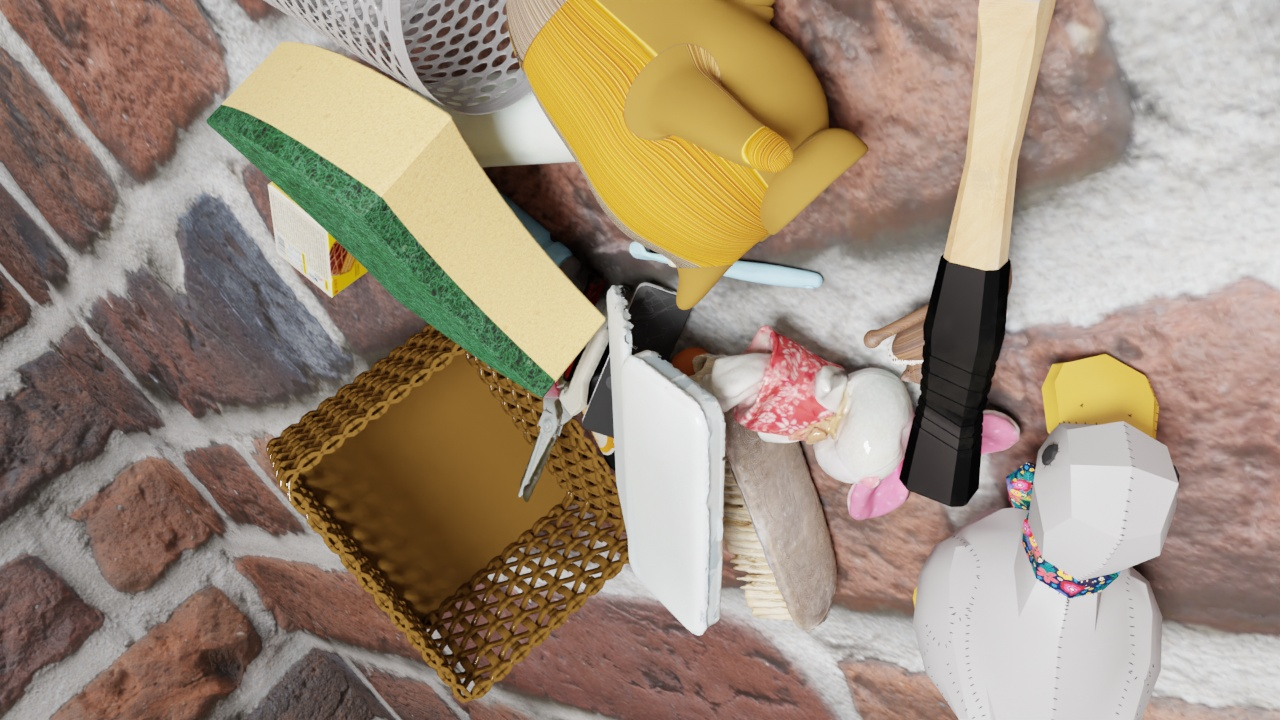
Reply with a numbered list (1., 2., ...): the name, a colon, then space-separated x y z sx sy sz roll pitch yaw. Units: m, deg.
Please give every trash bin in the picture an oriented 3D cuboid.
1. trash bin: -0.146 -0.254 0.542 0.183 0.156 0.157 31 143 23

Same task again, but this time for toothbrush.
1. toothbrush: 0.058 -0.068 0.649 0.155 0.016 0.022 15 166 34

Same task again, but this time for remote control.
1. remote control: -0.004 0.004 0.733 0.045 0.008 0.147 18 122 -9

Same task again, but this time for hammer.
1. hammer: 0.171 -0.066 0.462 0.131 0.039 0.329 21 127 33

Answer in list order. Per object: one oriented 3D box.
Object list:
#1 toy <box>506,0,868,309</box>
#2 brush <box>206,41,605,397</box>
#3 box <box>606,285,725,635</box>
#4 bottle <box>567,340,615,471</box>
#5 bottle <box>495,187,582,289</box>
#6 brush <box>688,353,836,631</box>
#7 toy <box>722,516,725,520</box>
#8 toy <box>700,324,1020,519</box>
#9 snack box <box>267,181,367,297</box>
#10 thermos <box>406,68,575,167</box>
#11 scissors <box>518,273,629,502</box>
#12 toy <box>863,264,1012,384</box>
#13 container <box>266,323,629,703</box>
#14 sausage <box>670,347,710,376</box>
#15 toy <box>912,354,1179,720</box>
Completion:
1. toy: 0.017 -0.155 0.504 0.203 0.162 0.198 48 -175 -1
2. brush: -0.155 -0.093 0.638 0.195 0.075 0.250 30 166 36
3. box: 0.006 0.070 0.661 0.192 0.061 0.210 50 149 47
4. bottle: -0.008 0.071 0.819 0.059 0.059 0.182 8 131 41
5. bottle: -0.099 -0.100 0.752 0.130 0.040 0.040 40 145 6
6. brush: 0.099 0.110 0.730 0.057 0.083 0.271 6 131 41
7. toy: 0.070 0.125 0.802 0.074 0.085 0.106 -125 37 -59
8. toy: 0.134 0.040 0.616 0.194 0.084 0.160 25 143 -14
9. snack box: -0.318 -0.133 0.920 0.083 0.061 0.106 37 145 11
10. thermos: -0.101 -0.172 0.656 0.230 0.067 0.068 9 132 41
11. scissors: -0.064 0.020 0.755 0.188 0.015 0.146 -39 61 26
12. toy: 0.184 -0.020 0.547 0.055 0.041 0.102 38 141 -16
13. container: -0.175 0.121 0.858 0.251 0.219 0.214 56 161 -17
14. sausage: 0.026 0.062 0.755 0.039 0.044 0.165 19 123 6
15. toy: 0.241 0.145 0.546 0.141 0.246 0.268 10 155 11
